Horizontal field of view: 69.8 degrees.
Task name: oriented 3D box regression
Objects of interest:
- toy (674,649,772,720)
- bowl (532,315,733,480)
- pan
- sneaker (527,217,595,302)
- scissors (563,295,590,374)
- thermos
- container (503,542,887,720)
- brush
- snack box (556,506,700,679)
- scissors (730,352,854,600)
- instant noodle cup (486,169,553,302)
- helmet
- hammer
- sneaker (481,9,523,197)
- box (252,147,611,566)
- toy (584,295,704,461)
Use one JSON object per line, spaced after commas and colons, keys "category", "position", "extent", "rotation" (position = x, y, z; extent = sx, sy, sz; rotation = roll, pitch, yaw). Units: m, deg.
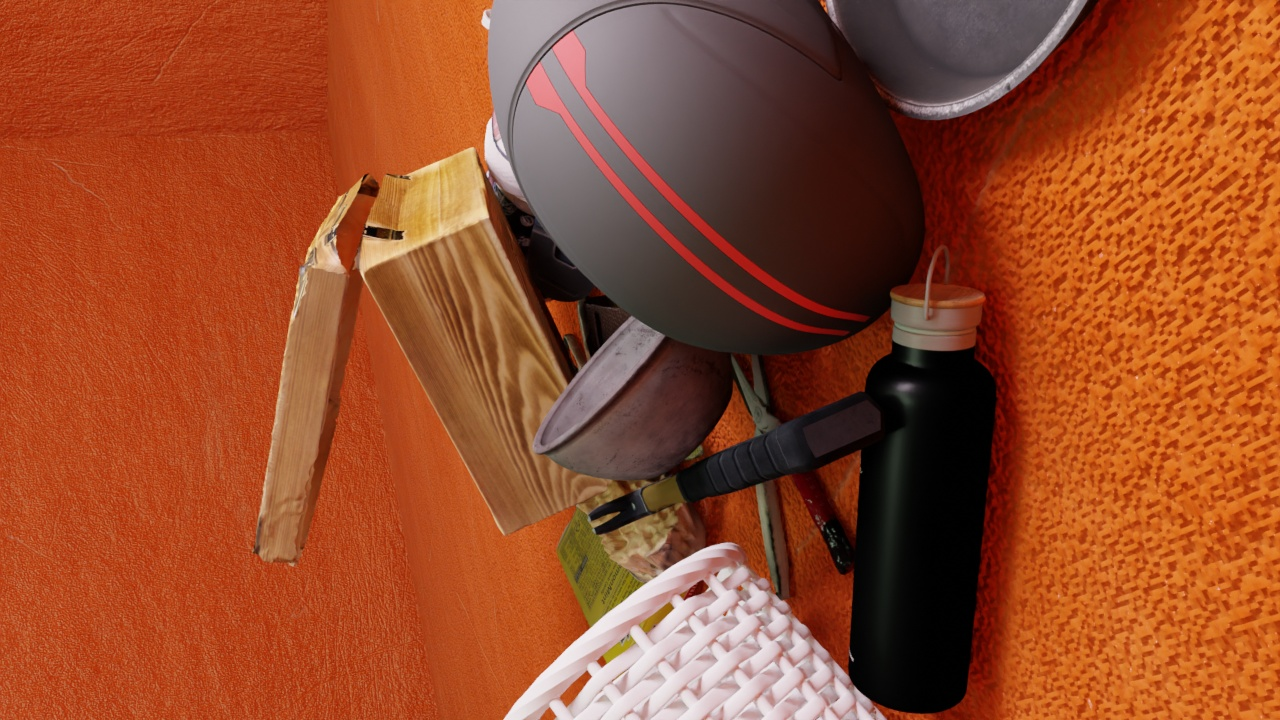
{"category": "toy", "position": [0.060, 0.254, 0.678], "extent": [0.195, 0.084, 0.159], "rotation": [-7, 88, 61]}
{"category": "bowl", "position": [0.006, 0.022, 0.567], "extent": [0.067, 0.144, 0.145], "rotation": [43, 160, -11]}
{"category": "pan", "position": [0.163, -0.230, 0.318], "extent": [0.358, 0.055, 0.187], "rotation": [133, 126, -62]}
{"category": "sneaker", "position": [-0.038, -0.173, 0.772], "extent": [0.124, 0.089, 0.240], "rotation": [-78, 5, -79]}
{"category": "scissors", "position": [-0.052, 0.008, 0.964], "extent": [0.157, 0.012, 0.169], "rotation": [-145, 50, -61]}
{"category": "thermos", "position": [0.140, 0.058, 0.456], "extent": [0.061, 0.061, 0.231], "rotation": [-148, 54, -62]}
{"category": "container", "position": [0.045, 0.234, 0.513], "extent": [0.187, 0.188, 0.190], "rotation": [47, 143, 23]}
{"category": "brush", "position": [-0.029, 0.106, 0.834], "extent": [0.056, 0.083, 0.271], "rotation": [51, 175, -35]}
{"category": "snack box", "position": [-0.016, 0.192, 0.861], "extent": [0.121, 0.045, 0.181], "rotation": [-66, 32, 18]}
{"category": "scissors", "position": [0.095, 0.078, 0.631], "extent": [0.195, 0.015, 0.179], "rotation": [-133, 41, -56]}
{"category": "instant noodle cup", "position": [-0.114, -0.144, 0.926], "extent": [0.113, 0.137, 0.137], "rotation": [-56, 45, 44]}
{"category": "helmet", "position": [0.026, -0.102, 0.442], "extent": [0.165, 0.264, 0.169], "rotation": [-39, 20, 29]}
{"category": "hammer", "position": [0.046, 0.071, 0.564], "extent": [0.025, 0.117, 0.334], "rotation": [67, 162, 7]}
{"category": "sneaker", "position": [-0.096, -0.260, 0.860], "extent": [0.088, 0.118, 0.240], "rotation": [120, 152, -53]}
{"category": "box", "position": [-0.205, -0.018, 0.740], "extent": [0.279, 0.263, 0.270], "rotation": [-114, 3, -65]}
{"category": "toy", "position": [-0.004, 0.005, 0.762], "extent": [0.179, 0.078, 0.153], "rotation": [21, 117, 62]}
